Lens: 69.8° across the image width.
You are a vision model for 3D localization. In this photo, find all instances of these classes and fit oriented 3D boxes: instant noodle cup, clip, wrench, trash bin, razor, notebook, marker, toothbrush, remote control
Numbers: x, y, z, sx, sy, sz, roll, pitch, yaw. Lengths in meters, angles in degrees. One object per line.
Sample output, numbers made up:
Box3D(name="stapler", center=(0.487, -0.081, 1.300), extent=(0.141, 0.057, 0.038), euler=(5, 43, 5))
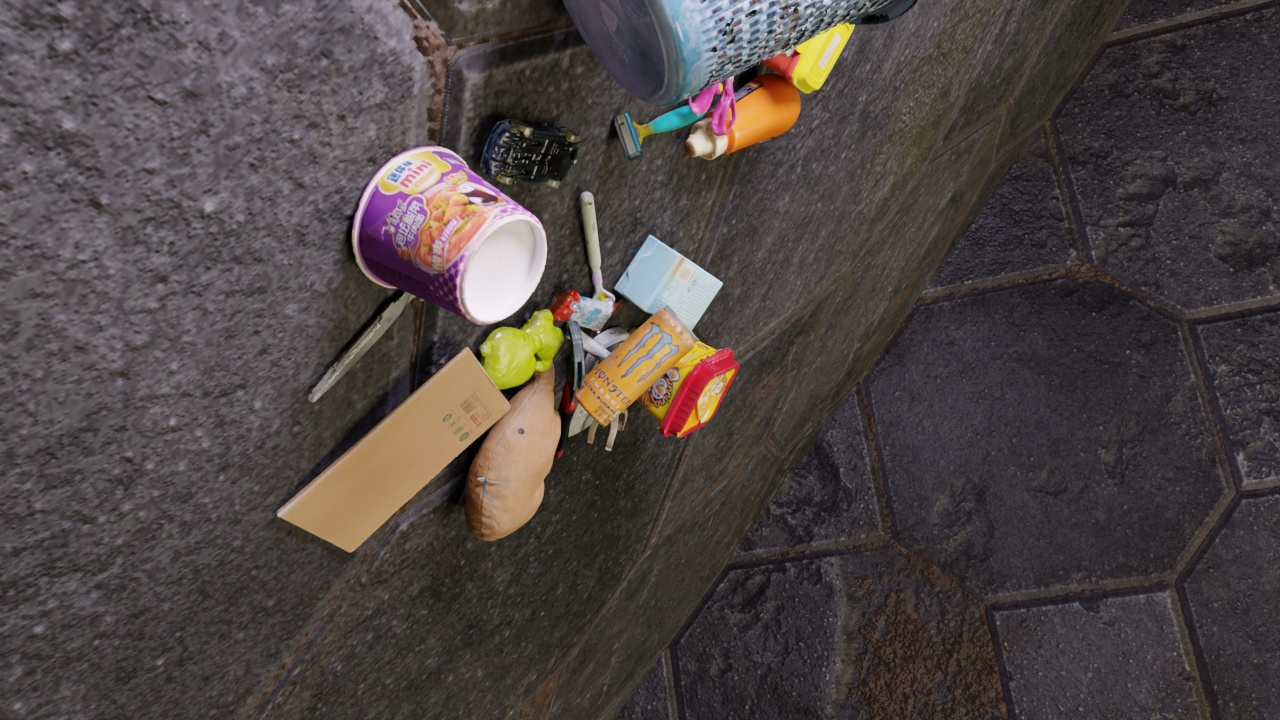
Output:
Box3D(name="instant noodle cup", center=(0.039, 0.016, 1.154), extent=(0.115, 0.124, 0.116), euler=(-21, 142, -56))
Box3D(name="clip", center=(-0.039, 0.069, 1.131), extent=(0.102, 0.035, 0.094), euler=(101, 14, -59))
Box3D(name="wrench", center=(-0.083, 0.045, 1.012), extent=(0.016, 0.056, 0.274), euler=(-7, 151, -14))
Box3D(name="trash bin", center=(0.052, -0.286, 0.617), extent=(0.195, 0.226, 0.227), euler=(-36, 156, -12))
Box3D(name="razor", center=(0.021, -0.225, 0.871), extent=(0.028, 0.043, 0.132), euler=(-12, -164, 43))
Box3D(name="notebook", center=(-0.214, 0.086, 0.833), extent=(0.207, 0.008, 0.148), euler=(-43, 158, -10))
Box3D(name="marker", center=(-0.046, -0.009, 1.036), extent=(0.017, 0.017, 0.145), euler=(-54, 147, -1))
Box3D(name="instant noodle cup", center=(-0.127, -0.083, 0.644), extent=(0.111, 0.099, 0.112), euler=(-38, 144, -35))
Box3D(name="toothbrush", center=(-0.045, -0.106, 0.921), extent=(0.029, 0.020, 0.190), euler=(-23, 153, -10))
Box3D(name="remote control", center=(-0.057, 0.027, 1.109), extent=(0.058, 0.021, 0.150), euler=(-26, 147, -52))

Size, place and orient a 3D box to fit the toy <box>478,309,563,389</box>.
Box3D(name="toy", center=(-0.117, -0.007, 0.894), extent=(0.100, 0.031, 0.097), euler=(-48, 146, -16))

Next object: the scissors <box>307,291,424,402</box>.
Box3D(name="scissors", center=(-0.197, -0.041, 0.705), extent=(0.174, 0.014, 0.133), euler=(-32, 149, -40))

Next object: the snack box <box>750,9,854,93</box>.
Box3D(name="snack box", center=(0.160, -0.332, 0.935), extent=(0.091, 0.080, 0.081), euler=(-61, 160, 17))

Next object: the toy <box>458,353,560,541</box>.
Box3D(name="toy", center=(-0.132, 0.095, 0.975), extent=(0.143, 0.082, 0.226), euler=(-60, 171, -57))

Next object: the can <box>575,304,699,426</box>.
Box3D(name="can", center=(-0.006, 0.006, 1.023), extent=(0.146, 0.058, 0.058), euler=(-42, 160, 3))

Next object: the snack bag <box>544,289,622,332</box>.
Box3D(name="snack bag", center=(-0.057, -0.051, 0.953), extent=(0.045, 0.026, 0.105), euler=(-52, 152, 15))

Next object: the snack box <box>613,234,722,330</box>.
Box3D(name="snack box", center=(0.037, -0.088, 1.088), extent=(0.074, 0.051, 0.174), euler=(-55, 159, 7))

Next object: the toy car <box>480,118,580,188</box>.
Box3D(name="toy car", center=(-0.086, -0.164, 0.723), extent=(0.105, 0.031, 0.049), euler=(-13, 135, -59))

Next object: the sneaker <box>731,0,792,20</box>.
Box3D(name="sneaker", center=(0.150, -0.395, 0.778), extent=(0.087, 0.118, 0.242), euler=(-16, 146, -33))

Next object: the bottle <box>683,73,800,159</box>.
Box3D(name="bottle", center=(0.103, -0.251, 0.970), extent=(0.149, 0.067, 0.067), euler=(-34, 152, -28))

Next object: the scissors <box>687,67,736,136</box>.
Box3D(name="scissors", center=(0.091, -0.284, 0.906), extent=(0.135, 0.017, 0.108), euler=(-57, 142, -16))
